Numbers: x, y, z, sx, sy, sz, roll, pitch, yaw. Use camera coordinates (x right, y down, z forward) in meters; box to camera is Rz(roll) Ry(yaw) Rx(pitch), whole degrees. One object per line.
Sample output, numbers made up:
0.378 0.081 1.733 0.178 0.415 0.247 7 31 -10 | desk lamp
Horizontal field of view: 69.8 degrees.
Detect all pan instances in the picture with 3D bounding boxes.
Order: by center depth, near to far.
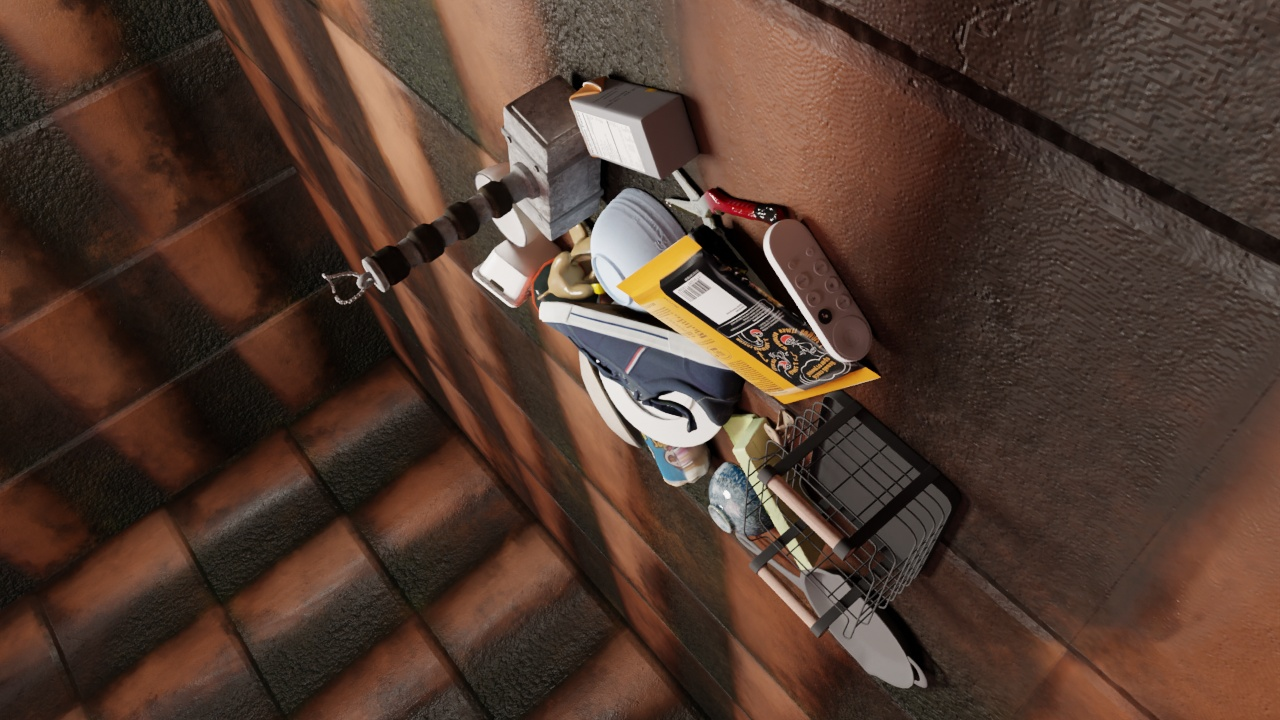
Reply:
0.252 0.320 1.245 0.355 0.024 0.217 32 152 47 | pan

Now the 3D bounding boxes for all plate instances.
0.020 0.016 1.139 0.209 0.015 0.209 21 126 32 | plate
-0.052 0.055 1.392 0.189 0.027 0.188 61 -176 -9 | plate

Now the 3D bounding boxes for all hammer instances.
-0.182 -0.152 0.973 0.079 0.325 0.177 48 161 17 | hammer

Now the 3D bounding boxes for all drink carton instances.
-0.008 -0.221 0.865 0.125 0.048 0.076 32 152 48 | drink carton

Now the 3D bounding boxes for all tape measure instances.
0.065 -0.092 0.886 0.067 0.038 0.063 52 163 9 | tape measure

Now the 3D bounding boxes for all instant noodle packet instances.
0.095 -0.029 0.868 0.220 0.032 0.160 34 158 -14 | instant noodle packet

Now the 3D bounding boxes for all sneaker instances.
-0.006 0.006 1.062 0.295 0.120 0.127 21 104 35 | sneaker

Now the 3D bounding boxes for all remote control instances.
0.151 -0.059 0.777 0.136 0.043 0.013 56 162 -7 | remote control

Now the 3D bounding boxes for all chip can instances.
0.027 0.067 1.265 0.080 0.079 0.230 25 146 56 | chip can

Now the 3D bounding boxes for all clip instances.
0.155 0.085 1.035 0.024 0.041 0.061 43 154 35 | clip

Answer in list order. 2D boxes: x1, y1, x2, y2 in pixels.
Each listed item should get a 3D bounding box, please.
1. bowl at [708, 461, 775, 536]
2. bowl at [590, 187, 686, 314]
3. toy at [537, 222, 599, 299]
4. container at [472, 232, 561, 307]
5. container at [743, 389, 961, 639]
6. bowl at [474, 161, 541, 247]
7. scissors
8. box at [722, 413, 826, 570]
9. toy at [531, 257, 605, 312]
0.131 0.204 1.277 0.114 0.060 0.114 48 162 21 | bowl
-0.005 -0.109 1.022 0.150 0.074 0.151 46 160 22 | bowl
-0.068 -0.116 1.129 0.106 0.108 0.134 -26 101 44 | toy
-0.167 -0.138 1.291 0.081 0.128 0.050 39 129 2 | container
0.197 0.164 0.927 0.163 0.130 0.242 44 160 27 | container
-0.162 -0.216 1.226 0.116 0.065 0.116 46 161 21 | bowl
0.086 -0.118 0.877 0.199 0.015 0.179 23 144 59 | scissors
0.167 0.151 1.118 0.188 0.064 0.130 60 -178 -16 | box
-0.100 -0.097 1.255 0.099 0.098 0.119 14 -164 -10 | toy
